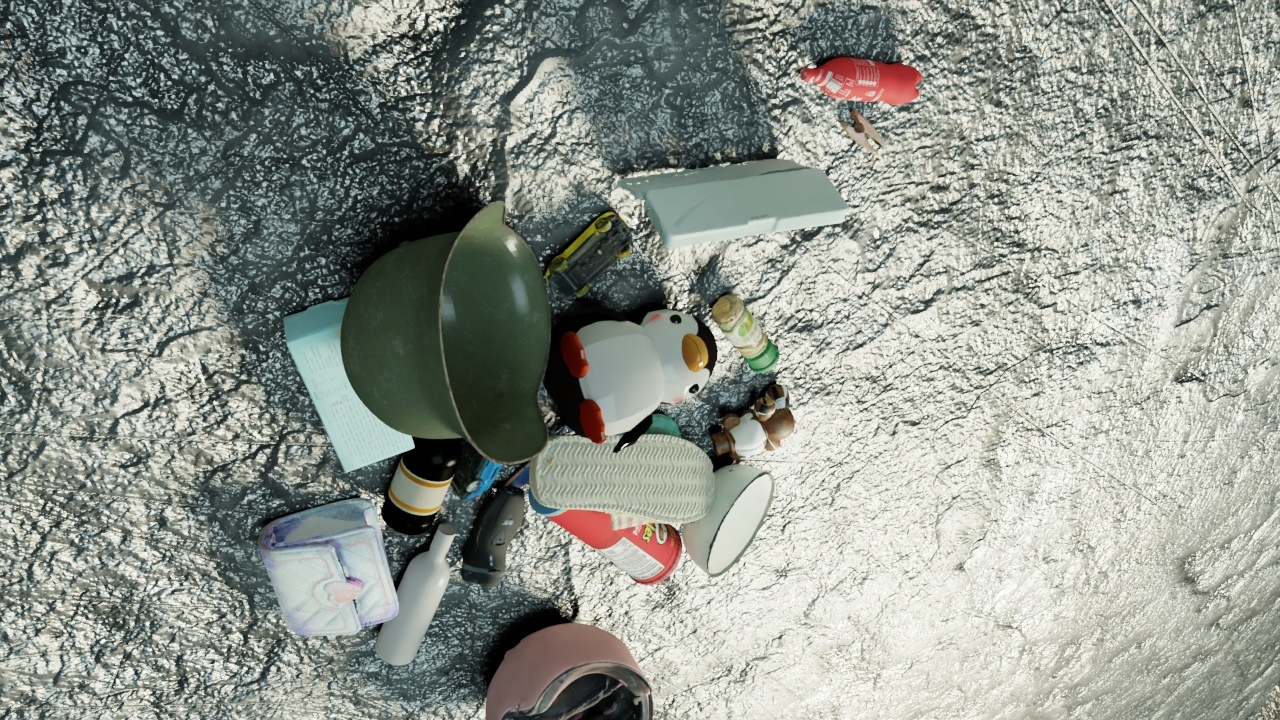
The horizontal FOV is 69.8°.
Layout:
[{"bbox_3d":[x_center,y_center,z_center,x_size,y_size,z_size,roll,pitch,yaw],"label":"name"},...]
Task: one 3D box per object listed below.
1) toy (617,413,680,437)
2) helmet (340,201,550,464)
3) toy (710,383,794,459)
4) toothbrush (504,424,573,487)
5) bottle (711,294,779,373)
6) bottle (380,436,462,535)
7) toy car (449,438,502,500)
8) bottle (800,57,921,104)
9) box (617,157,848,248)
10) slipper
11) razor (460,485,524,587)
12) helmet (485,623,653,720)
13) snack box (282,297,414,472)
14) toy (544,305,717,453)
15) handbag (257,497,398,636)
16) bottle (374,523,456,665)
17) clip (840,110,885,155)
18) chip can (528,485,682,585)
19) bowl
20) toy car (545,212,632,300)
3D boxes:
[{"bbox_3d":[0.005,0.097,1.121,0.105,0.033,0.085,16,125,-35],"label":"toy"},{"bbox_3d":[-0.176,-0.024,0.837,0.154,0.267,0.227,-3,106,20],"label":"helmet"},{"bbox_3d":[0.144,0.086,1.166,0.112,0.067,0.087,-18,129,-3],"label":"toy"},{"bbox_3d":[-0.116,0.114,1.080,0.135,0.017,0.021,-47,128,10],"label":"toothbrush"},{"bbox_3d":[0.124,-0.031,1.082,0.043,0.043,0.111,-40,130,4],"label":"bottle"},{"bbox_3d":[-0.224,0.102,0.989,0.059,0.059,0.182,12,117,-33],"label":"bottle"},{"bbox_3d":[-0.175,0.100,1.019,0.043,0.056,0.120,1,127,-43],"label":"toy car"},{"bbox_3d":[0.227,-0.290,0.948,0.141,0.042,0.042,-3,124,-25],"label":"bottle"},{"bbox_3d":[0.090,-0.167,0.904,0.197,0.136,0.044,-10,131,-20],"label":"box"},{"bbox_3d":[-0.021,0.139,1.058,0.262,0.052,0.115,12,79,-39],"label":"slipper"},{"bbox_3d":[-0.172,0.213,1.091,0.053,0.063,0.141,7,120,-32],"label":"razor"},{"bbox_3d":[-0.110,0.459,1.239,0.229,0.152,0.256,-10,128,-24],"label":"helmet"},{"bbox_3d":[-0.286,0.025,0.908,0.075,0.053,0.175,-20,128,-13],"label":"snack box"},{"bbox_3d":[-0.006,0.006,1.007,0.183,0.140,0.159,-18,97,-26],"label":"toy"},{"bbox_3d":[-0.345,0.239,1.023,0.126,0.069,0.159,-13,130,-16],"label":"handbag"},{"bbox_3d":[-0.263,0.276,1.098,0.052,0.052,0.196,11,117,-32],"label":"bottle"},{"bbox_3d":[0.240,-0.245,1.000,0.049,0.026,0.061,-22,128,-9],"label":"clip"},{"bbox_3d":[-0.040,0.198,1.134,0.087,0.087,0.213,-42,130,6],"label":"chip can"},{"bbox_3d":[0.105,0.199,1.196,0.153,0.073,0.154,-38,144,-36],"label":"bowl"},{"bbox_3d":[-0.054,-0.107,0.945,0.107,0.030,0.049,-42,132,-3],"label":"toy car"}]
